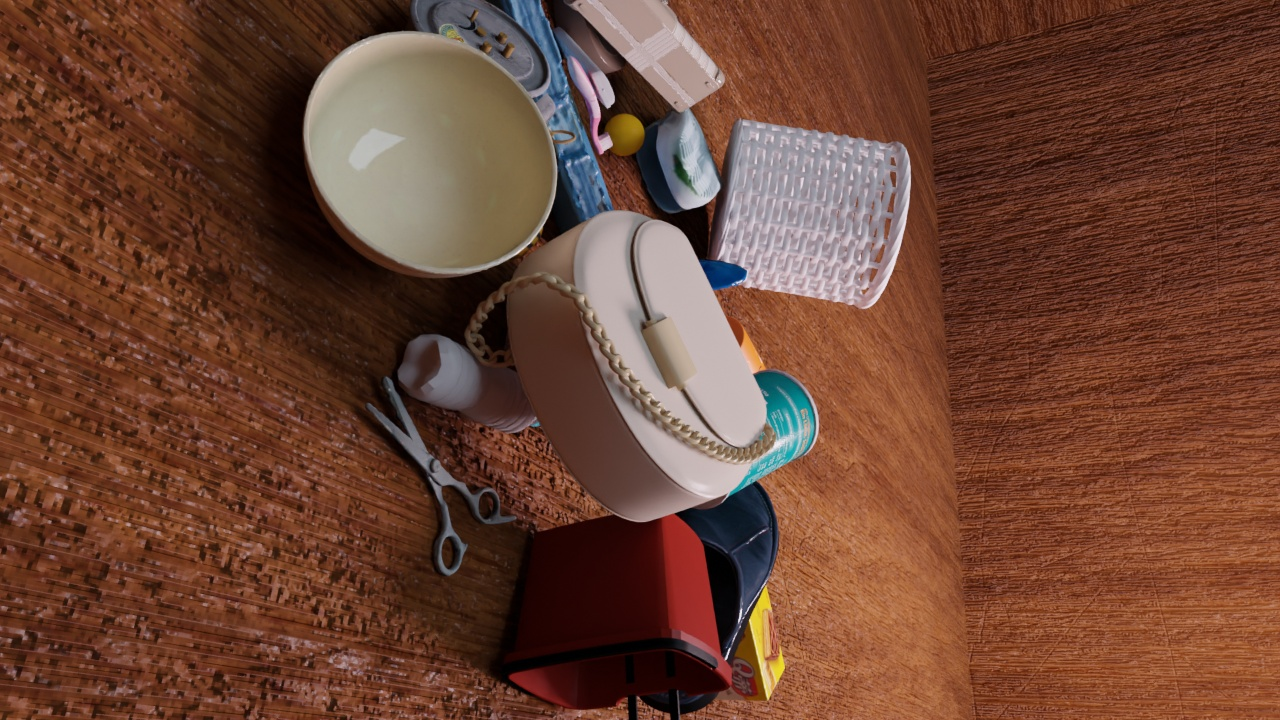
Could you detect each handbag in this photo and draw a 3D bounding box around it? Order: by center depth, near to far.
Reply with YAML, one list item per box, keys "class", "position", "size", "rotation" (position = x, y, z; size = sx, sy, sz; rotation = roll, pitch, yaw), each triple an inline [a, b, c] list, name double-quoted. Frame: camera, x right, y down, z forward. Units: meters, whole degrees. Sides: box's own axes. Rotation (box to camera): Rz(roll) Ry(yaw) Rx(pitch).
- class: "handbag"
  position: [-0.003, 0.004, 0.655]
  size: [0.208, 0.104, 0.210]
  rotation: [-29, 94, -60]
- class: "handbag"
  position: [-0.008, -0.366, 0.881]
  size: [0.175, 0.062, 0.197]
  rotation: [30, 40, -50]

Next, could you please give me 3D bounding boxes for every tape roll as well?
- class: "tape roll"
  position: [-0.046, -0.321, 0.878]
  size: [0.093, 0.030, 0.093]
  rotation: [28, 58, -59]

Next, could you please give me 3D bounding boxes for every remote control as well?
- class: "remote control"
  position: [-0.050, -0.256, 0.793]
  size: [0.033, 0.012, 0.130]
  rotation: [61, -1, -40]

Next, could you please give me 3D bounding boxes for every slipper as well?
- class: "slipper"
  position: [0.060, 0.188, 0.851]
  size: [0.264, 0.109, 0.084]
  rotation: [-62, 151, -44]
- class: "slipper"
  position: [0.035, -0.203, 0.952]
  size: [0.245, 0.074, 0.104]
  rotation: [-72, 139, -71]

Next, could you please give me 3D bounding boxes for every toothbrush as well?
- class: "toothbrush"
  position: [-0.042, -0.213, 0.769]
  size: [0.021, 0.016, 0.135]
  rotation: [60, -3, 20]

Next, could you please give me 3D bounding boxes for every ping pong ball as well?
- class: "ping pong ball"
  position: [-0.016, -0.221, 0.898]
  size: [0.040, 0.040, 0.040]
  rotation: [28, 58, -58]

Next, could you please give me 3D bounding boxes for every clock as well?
- class: "clock"
  position: [-0.105, -0.198, 0.633]
  size: [0.148, 0.056, 0.103]
  rotation: [39, 38, -7]

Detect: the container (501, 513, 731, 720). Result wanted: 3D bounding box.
- class: "container"
  position: [-0.013, 0.222, 0.657]
  size: [0.127, 0.148, 0.200]
  rotation: [50, 31, -48]

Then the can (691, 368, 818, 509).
- class: "can"
  position: [0.094, 0.074, 0.902]
  size: [0.143, 0.099, 0.099]
  rotation: [-20, 101, -45]

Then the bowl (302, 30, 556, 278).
- class: "bowl"
  position: [-0.134, -0.115, 0.565]
  size: [0.150, 0.075, 0.150]
  rotation: [7, 75, -27]

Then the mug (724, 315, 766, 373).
- class: "mug"
  position: [0.086, 0.024, 1.003]
  size: [0.112, 0.078, 0.096]
  rotation: [-59, 138, -24]

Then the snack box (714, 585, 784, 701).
- class: "snack box"
  position: [0.087, 0.277, 0.913]
  size: [0.061, 0.084, 0.106]
  rotation: [-31, 109, -62]

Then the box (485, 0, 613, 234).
- class: "box"
  position: [-0.075, -0.200, 0.773]
  size: [0.175, 0.060, 0.232]
  rotation: [-100, 171, -69]

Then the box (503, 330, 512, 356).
- class: "box"
  position: [-0.018, 0.003, 0.761]
  size: [0.201, 0.101, 0.111]
  rotation: [12, 97, -62]

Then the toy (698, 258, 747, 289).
- class: "toy"
  position: [0.038, -0.040, 0.886]
  size: [0.071, 0.113, 0.176]
  rotation: [7, 92, -65]

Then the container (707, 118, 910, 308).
- class: "container"
  position: [0.183, -0.167, 1.041]
  size: [0.189, 0.187, 0.189]
  rotation: [177, -78, -89]

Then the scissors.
- class: "scissors"
  position: [-0.130, 0.072, 0.616]
  size: [0.130, 0.014, 0.153]
  rotation: [-28, 111, -62]

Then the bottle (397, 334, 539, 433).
- class: "bottle"
  position: [-0.109, 0.021, 0.638]
  size: [0.136, 0.044, 0.044]
  rotation: [32, 54, -57]

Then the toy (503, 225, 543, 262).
- class: "toy"
  position: [-0.117, -0.111, 0.641]
  size: [0.103, 0.046, 0.084]
  rotation: [32, 51, -15]
